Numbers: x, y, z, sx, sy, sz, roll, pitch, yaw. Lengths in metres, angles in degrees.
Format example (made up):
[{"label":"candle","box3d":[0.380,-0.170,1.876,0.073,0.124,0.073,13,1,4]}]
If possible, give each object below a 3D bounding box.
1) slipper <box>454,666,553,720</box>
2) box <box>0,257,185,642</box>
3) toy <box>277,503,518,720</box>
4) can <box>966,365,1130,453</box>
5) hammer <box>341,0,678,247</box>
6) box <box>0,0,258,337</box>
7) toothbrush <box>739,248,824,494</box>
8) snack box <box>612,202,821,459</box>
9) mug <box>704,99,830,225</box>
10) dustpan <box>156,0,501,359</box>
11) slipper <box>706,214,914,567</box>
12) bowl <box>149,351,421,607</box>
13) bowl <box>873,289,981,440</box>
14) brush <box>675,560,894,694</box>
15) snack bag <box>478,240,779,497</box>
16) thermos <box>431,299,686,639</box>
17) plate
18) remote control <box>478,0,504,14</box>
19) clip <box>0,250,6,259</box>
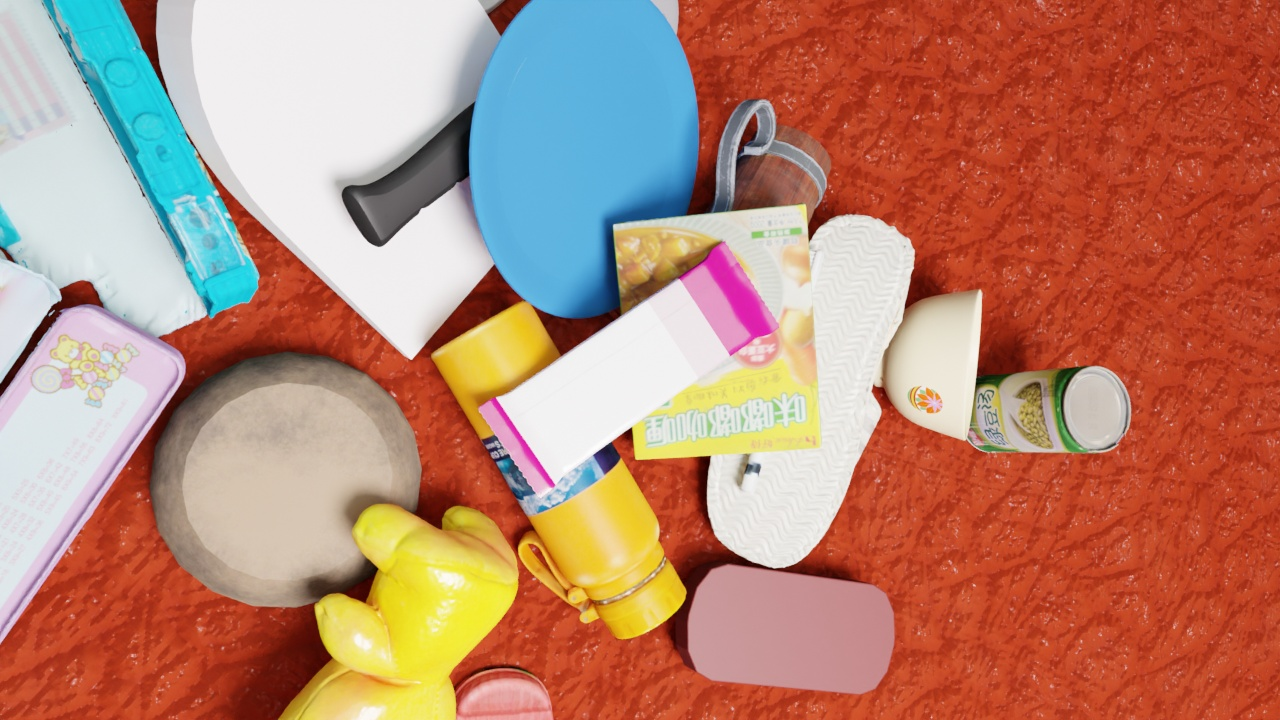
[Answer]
[{"label":"slipper","box3d":[-0.090,0.333,0.599,0.103,0.059,0.248,1,84,-20]},{"label":"box","box3d":[-0.371,0.051,0.499,0.151,0.041,0.214,37,85,-37]},{"label":"toy","box3d":[-0.141,0.184,0.551,0.087,0.134,0.193,24,85,24]},{"label":"can","box3d":[0.321,0.041,0.740,0.067,0.121,0.067,2,84,-20]},{"label":"hammer","box3d":[-0.071,-0.184,0.611,0.322,0.029,0.127,-51,135,-29]},{"label":"box","box3d":[-0.315,-0.124,0.540,0.227,0.169,0.086,66,29,-9]},{"label":"toothbrush","box3d":[0.101,0.006,0.669,0.017,0.012,0.186,15,85,25]},{"label":"snack box","box3d":[0.054,-0.018,0.636,0.132,0.027,0.168,-4,98,8]},{"label":"mug","box3d":[0.084,-0.123,0.681,0.117,0.082,0.111,49,63,-48]},{"label":"dustpan","box3d":[-0.172,-0.156,0.581,0.191,0.053,0.258,-52,137,-16]},{"label":"slipper","box3d":[0.129,0.021,0.693,0.114,0.054,0.272,20,87,6]},{"label":"bowl","box3d":[-0.216,0.073,0.568,0.162,0.070,0.162,2,85,-20]},{"label":"bowl","box3d":[0.225,0.000,0.729,0.074,0.118,0.118,6,81,23]},{"label":"brush","box3d":[0.107,0.199,0.690,0.173,0.042,0.082,12,81,-19]},{"label":"snack bag","box3d":[-0.004,0.004,0.592,0.196,0.016,0.070,-35,94,-13]},{"label":"thermos","box3d":[-0.056,0.079,0.631,0.076,0.092,0.232,-37,99,-48]},{"label":"plate","box3d":[-0.036,-0.141,0.627,0.223,0.024,0.224,-22,120,-46]},{"label":"remote control","box3d":[-0.093,-0.303,0.677,0.043,0.013,0.136,46,72,-11]},{"label":"clip","box3d":[-0.401,-0.089,0.495,0.105,0.127,0.151,-9,65,-12]}]
